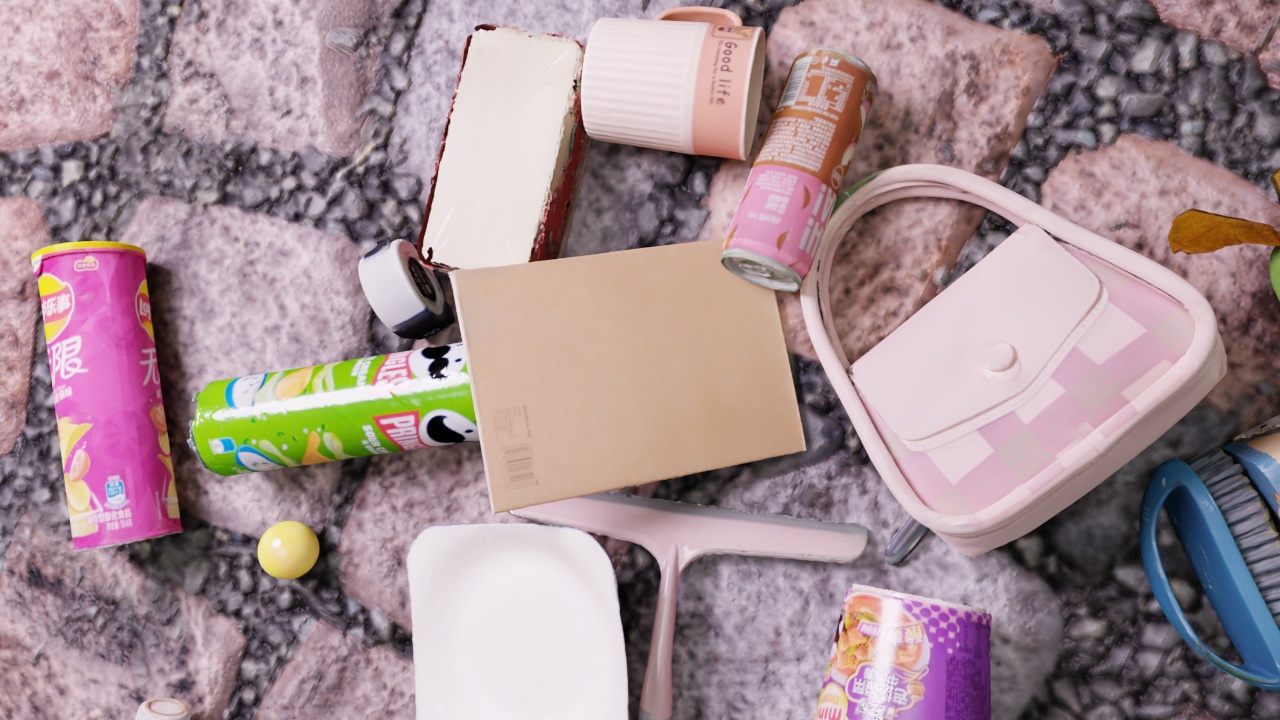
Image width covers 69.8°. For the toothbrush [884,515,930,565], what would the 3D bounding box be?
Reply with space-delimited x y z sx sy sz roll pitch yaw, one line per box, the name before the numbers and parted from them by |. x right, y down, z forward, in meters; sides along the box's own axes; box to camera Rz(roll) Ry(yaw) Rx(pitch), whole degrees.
toothbrush | 0.215 0.060 0.588 0.015 0.018 0.181 38 94 6

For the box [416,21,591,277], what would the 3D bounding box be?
box | -0.086 -0.133 0.614 0.091 0.076 0.168 13 89 10

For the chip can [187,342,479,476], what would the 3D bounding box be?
chip can | -0.180 0.031 0.622 0.236 0.072 0.072 -8 85 9

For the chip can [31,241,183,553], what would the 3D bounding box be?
chip can | -0.377 0.026 0.652 0.071 0.071 0.210 -11 85 8

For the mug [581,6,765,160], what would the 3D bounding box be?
mug | 0.026 -0.191 0.604 0.106 0.082 0.114 9 61 10

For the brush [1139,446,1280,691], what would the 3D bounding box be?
brush | 0.342 0.127 0.543 0.073 0.055 0.144 -24 84 6

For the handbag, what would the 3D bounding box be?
handbag | 0.198 -0.021 0.561 0.193 0.093 0.234 -40 64 10

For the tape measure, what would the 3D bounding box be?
tape measure | -0.162 -0.049 0.626 0.033 0.066 0.065 -28 83 7

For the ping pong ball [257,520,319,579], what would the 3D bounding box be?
ping pong ball | -0.246 0.132 0.641 0.040 0.040 0.040 -1 86 9

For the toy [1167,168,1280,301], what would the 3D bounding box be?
toy | 0.423 -0.021 0.492 0.226 0.090 0.246 -22 60 -32

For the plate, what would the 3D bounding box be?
plate | -0.077 0.186 0.600 0.164 0.034 0.164 -4 88 26

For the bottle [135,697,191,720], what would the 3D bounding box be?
bottle | -0.358 0.339 0.637 0.060 0.059 0.206 16 90 9

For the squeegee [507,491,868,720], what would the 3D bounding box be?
squeegee | 0.012 0.217 0.598 0.248 0.040 0.249 6 88 9

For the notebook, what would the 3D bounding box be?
notebook | -0.003 0.003 0.582 0.211 0.012 0.149 -9 86 -17

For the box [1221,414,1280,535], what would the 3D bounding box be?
box | 0.412 0.116 0.514 0.061 0.089 0.184 -31 81 18

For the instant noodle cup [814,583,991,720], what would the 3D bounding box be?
instant noodle cup | 0.158 0.189 0.547 0.111 0.111 0.099 8 79 9

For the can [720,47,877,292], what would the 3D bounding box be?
can | 0.101 -0.121 0.586 0.058 0.058 0.147 20 83 9
